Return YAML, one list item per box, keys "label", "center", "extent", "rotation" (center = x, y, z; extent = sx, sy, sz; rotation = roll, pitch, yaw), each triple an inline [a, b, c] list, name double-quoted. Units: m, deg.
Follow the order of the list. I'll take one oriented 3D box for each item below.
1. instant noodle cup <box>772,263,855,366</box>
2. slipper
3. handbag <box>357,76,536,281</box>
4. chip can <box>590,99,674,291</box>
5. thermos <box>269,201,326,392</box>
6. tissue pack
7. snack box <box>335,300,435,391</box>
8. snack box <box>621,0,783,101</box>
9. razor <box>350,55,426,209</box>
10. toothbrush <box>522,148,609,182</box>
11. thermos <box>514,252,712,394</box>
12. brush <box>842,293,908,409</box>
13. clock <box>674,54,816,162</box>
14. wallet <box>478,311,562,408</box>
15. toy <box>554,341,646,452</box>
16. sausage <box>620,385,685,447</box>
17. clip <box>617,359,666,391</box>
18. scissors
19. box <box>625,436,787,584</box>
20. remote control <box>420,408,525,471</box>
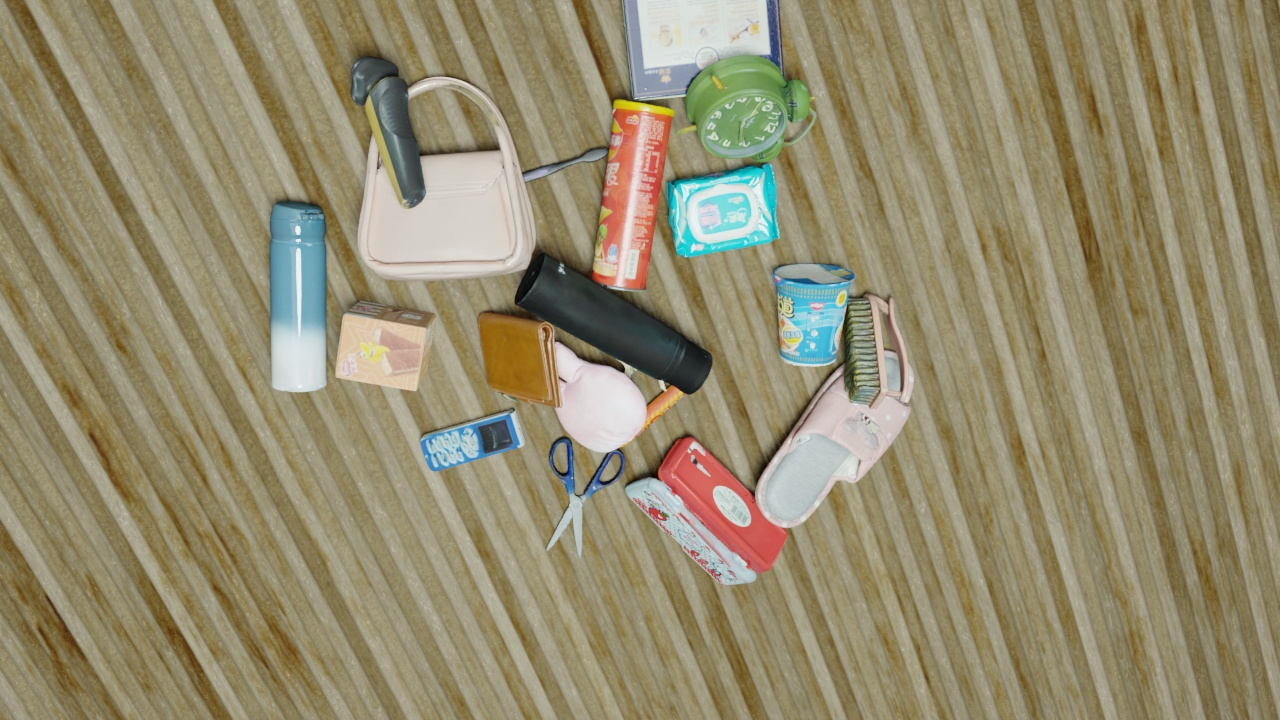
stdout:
- label: "instant noodle cup"
  center: [0.209, -0.055, 1.129]
  extent: [0.099, 0.099, 0.110]
  rotation: [-2, 112, -5]
- label: "slipper"
  center: [0.251, 0.098, 1.160]
  extent: [0.114, 0.054, 0.274]
  rotation: [44, 83, -10]
- label: "handbag"
  center: [-0.225, -0.210, 1.059]
  extent: [0.193, 0.093, 0.234]
  rotation: [-4, 94, 0]
- label: "chip can"
  center: [-0.010, -0.192, 1.082]
  extent: [0.073, 0.073, 0.217]
  rotation: [7, 102, -7]
- label: "thermos"
  center: [-0.403, -0.075, 1.081]
  extent: [0.070, 0.070, 0.220]
  rotation: [3, 102, -6]
- label: "tissue pack"
  center: [0.100, -0.180, 1.106]
  extent: [0.133, 0.050, 0.093]
  rotation: [-12, 103, -3]
- label: "snack box"
  center: [-0.300, -0.019, 1.086]
  extent: [0.094, 0.092, 0.077]
  rotation: [10, 102, -8]
- label: "snack box"
  center: [0.069, -0.399, 1.053]
  extent: [0.178, 0.045, 0.182]
  rotation: [-7, 104, -4]
- label: "razor"
  center: [-0.275, -0.249, 1.010]
  extent: [0.068, 0.062, 0.167]
  rotation: [-18, 88, 28]
- label: "toothbrush"
  center: [-0.127, -0.222, 1.097]
  extent: [0.189, 0.016, 0.014]
  rotation: [-17, 95, 2]
- label: "thermos"
  center: [-0.031, -0.041, 1.091]
  extent: [0.242, 0.090, 0.068]
  rotation: [30, 98, -22]
- label: "brush"
  center: [0.289, -0.016, 1.133]
  extent: [0.073, 0.063, 0.145]
  rotation: [0, 66, 1]
- label: "clock"
  center: [0.128, -0.283, 1.053]
  extent: [0.161, 0.056, 0.116]
  rotation: [5, 148, -25]
- label: "wallet"
  center: [-0.145, 0.005, 1.095]
  extent: [0.035, 0.131, 0.119]
  rotation: [-23, 112, -38]
- label: "toy"
  center: [-0.069, 0.044, 1.133]
  extent: [0.159, 0.054, 0.122]
  rotation: [39, 123, -3]
- label: "sausage"
  center: [0.026, 0.056, 1.170]
  extent: [0.165, 0.021, 0.021]
  rotation: [-41, 103, 5]
- label: "clip"
  center: [0.003, 0.004, 1.151]
  extent: [0.087, 0.035, 0.104]
  rotation: [-14, 96, 2]
- label: "scissors"
  center: [-0.084, 0.172, 1.194]
  extent: [0.162, 0.012, 0.163]
  rotation: [-37, 105, 5]
- label: "box"
  center: [0.087, 0.200, 1.201]
  extent: [0.201, 0.100, 0.094]
  rotation: [46, 55, -12]
- label: "remote control"
  center: [-0.212, 0.101, 1.158]
  extent: [0.125, 0.024, 0.049]
  rotation: [-15, 104, 0]
